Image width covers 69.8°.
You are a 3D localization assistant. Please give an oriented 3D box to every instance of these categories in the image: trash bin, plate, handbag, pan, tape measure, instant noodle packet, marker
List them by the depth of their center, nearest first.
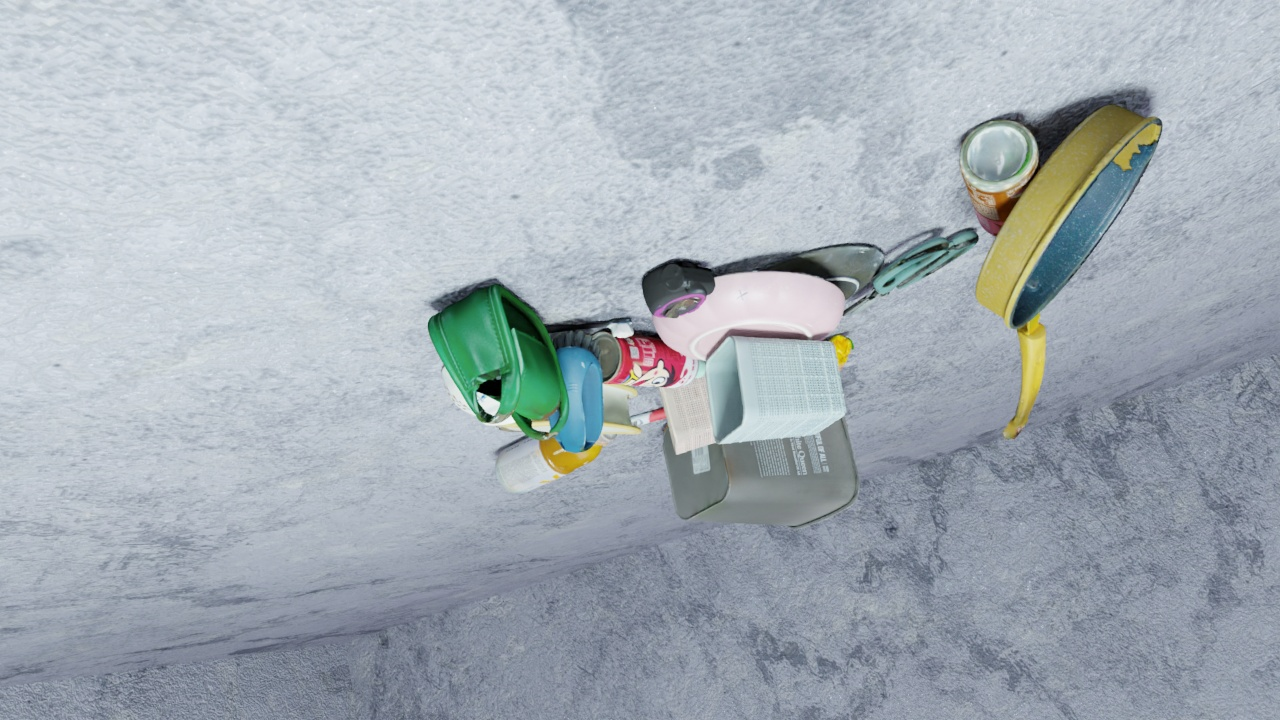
[{"bbox_3d":[-0.115,0.005,0.771,0.068,0.120,0.131,-24,160,7],"label":"handbag"},{"bbox_3d":[0.365,-0.056,0.820,0.197,0.078,0.358,-35,150,-28],"label":"pan"},{"bbox_3d":[0.032,-0.062,0.822,0.057,0.039,0.058,2,155,-46],"label":"tape measure"},{"bbox_3d":[0.108,-0.033,0.914,0.192,0.039,0.193,-2,161,-1],"label":"plate"},{"bbox_3d":[0.167,-0.069,0.947,0.179,0.024,0.180,-15,163,-5],"label":"plate"},{"bbox_3d":[-0.105,0.057,1.068,0.179,0.063,0.163,-7,168,27],"label":"handbag"},{"bbox_3d":[0.206,0.015,1.192,0.128,0.044,0.111,-17,159,-14],"label":"instant noodle packet"},{"bbox_3d":[-0.026,0.091,1.291,0.145,0.017,0.017,-16,163,0],"label":"marker"},{"bbox_3d":[0.171,0.145,1.364,0.219,0.198,0.199,3,155,-30],"label":"trash bin"}]

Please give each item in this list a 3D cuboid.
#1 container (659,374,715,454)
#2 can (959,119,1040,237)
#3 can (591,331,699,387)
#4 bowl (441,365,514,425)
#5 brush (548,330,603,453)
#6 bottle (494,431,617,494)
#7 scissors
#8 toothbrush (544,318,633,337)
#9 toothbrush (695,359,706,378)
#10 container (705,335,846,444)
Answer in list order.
[{"bbox_3d":[0.086,0.056,1.150,0.111,0.090,0.090,-14,162,-1],"label":"container"},{"bbox_3d":[0.303,-0.146,0.764,0.058,0.058,0.147,-22,162,21],"label":"can"},{"bbox_3d":[0.003,0.001,0.969,0.053,0.053,0.132,-28,159,36],"label":"can"},{"bbox_3d":[-0.138,0.028,0.920,0.113,0.062,0.113,-13,162,-5],"label":"bowl"},{"bbox_3d":[-0.064,0.042,0.890,0.055,0.073,0.144,2,138,0],"label":"brush"},{"bbox_3d":[-0.112,0.121,1.222,0.190,0.068,0.068,-27,160,33],"label":"bottle"},{"bbox_3d":[0.285,-0.089,0.978,0.143,0.019,0.180,-19,165,-27],"label":"scissors"},{"bbox_3d":[-0.086,-0.027,0.871,0.180,0.018,0.016,-4,155,-29],"label":"toothbrush"},{"bbox_3d":[-0.006,0.006,1.022,0.224,0.027,0.026,2,-163,-45],"label":"toothbrush"},{"bbox_3d":[0.133,0.029,0.902,0.111,0.090,0.090,-1,161,-14],"label":"container"}]
